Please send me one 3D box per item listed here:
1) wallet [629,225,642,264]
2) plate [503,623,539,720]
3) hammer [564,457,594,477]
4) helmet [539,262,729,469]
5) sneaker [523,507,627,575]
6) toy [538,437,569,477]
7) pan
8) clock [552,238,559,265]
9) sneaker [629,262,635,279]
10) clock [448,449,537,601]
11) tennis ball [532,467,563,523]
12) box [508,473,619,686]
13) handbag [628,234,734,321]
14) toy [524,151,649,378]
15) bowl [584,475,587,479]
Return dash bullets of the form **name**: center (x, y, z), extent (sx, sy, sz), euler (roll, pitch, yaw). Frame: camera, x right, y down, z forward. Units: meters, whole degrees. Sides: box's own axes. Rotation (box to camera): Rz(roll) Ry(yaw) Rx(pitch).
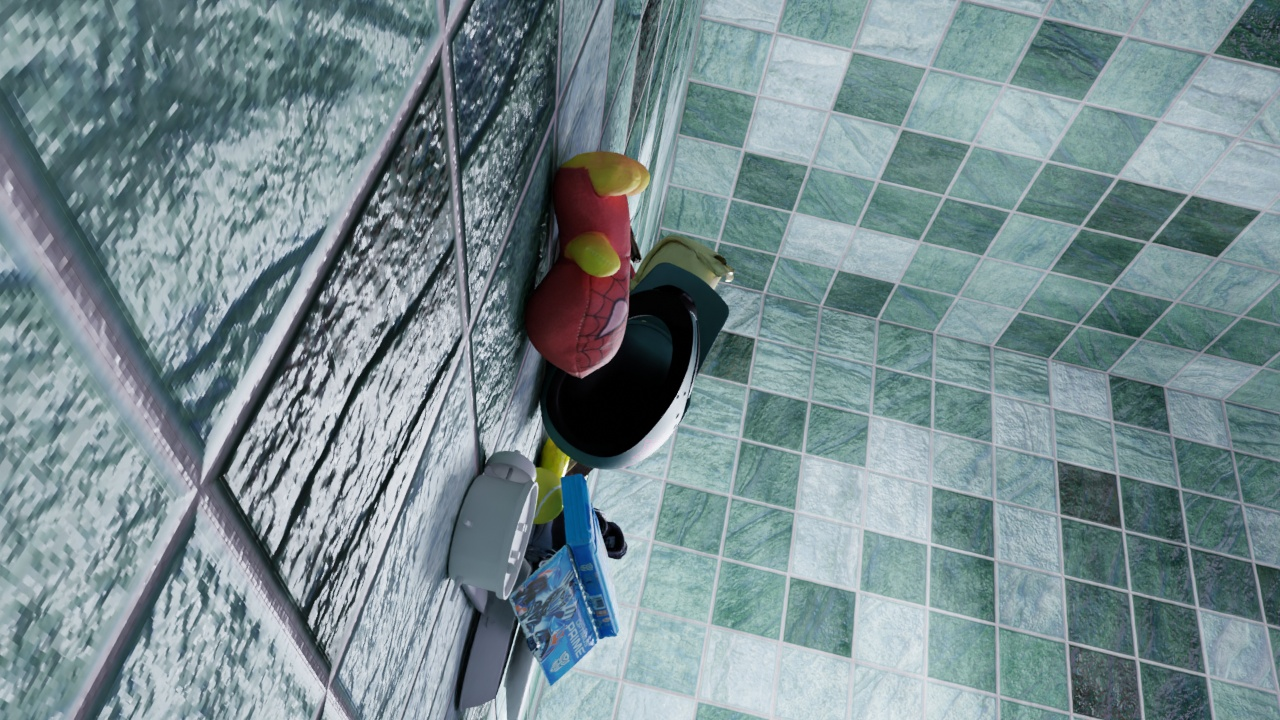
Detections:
- **wallet**: center (-0.025, -0.195, 1.374), extent (0.121, 0.027, 0.098), euler (-35, 103, -87)
- **plate**: center (-0.148, 0.375, 1.172), extent (0.229, 0.030, 0.229), euler (178, -73, -89)
- **hammer**: center (-0.084, 0.057, 1.478), extent (0.141, 0.036, 0.325), euler (-36, -148, 37)
- **helmet**: center (-0.007, 0.007, 1.149), extent (0.275, 0.176, 0.200), euler (-54, 176, 5)
- **sneaker**: center (-0.093, 0.250, 1.263), extent (0.253, 0.151, 0.097), euler (102, 1, -64)
- **toy**: center (-0.124, 0.147, 1.311), extent (0.095, 0.041, 0.094), euler (-79, -175, -53)
- **pan**: center (-0.166, 0.283, 1.025), extent (0.357, 0.051, 0.200), euler (106, -2, -63)
- **clock**: center (-0.058, -0.125, 1.009), extent (0.158, 0.059, 0.116), euler (97, 6, -72)
- **sneaker**: center (-0.036, -0.082, 1.467), extent (0.116, 0.091, 0.242), euler (-111, -177, -67)
- **clock**: center (-0.126, 0.148, 0.834), extent (0.159, 0.061, 0.120), euler (-69, 172, -72)
- **tennis ball**: center (-0.120, 0.159, 1.076), extent (0.065, 0.065, 0.065), euler (21, 82, -89)
- **box**: center (-0.070, 0.267, 1.071), extent (0.244, 0.070, 0.170), euler (80, 27, -48)
- **handbag**: center (0.037, -0.074, 1.337), extent (0.232, 0.088, 0.191), euler (-60, -157, -9)
- **toy**: center (-0.050, -0.091, 0.878), extent (0.147, 0.099, 0.216), euler (-26, 129, -75)
- **bowl**: center (-0.118, 0.179, 1.521), extent (0.176, 0.058, 0.176), euler (23, 80, -89)
